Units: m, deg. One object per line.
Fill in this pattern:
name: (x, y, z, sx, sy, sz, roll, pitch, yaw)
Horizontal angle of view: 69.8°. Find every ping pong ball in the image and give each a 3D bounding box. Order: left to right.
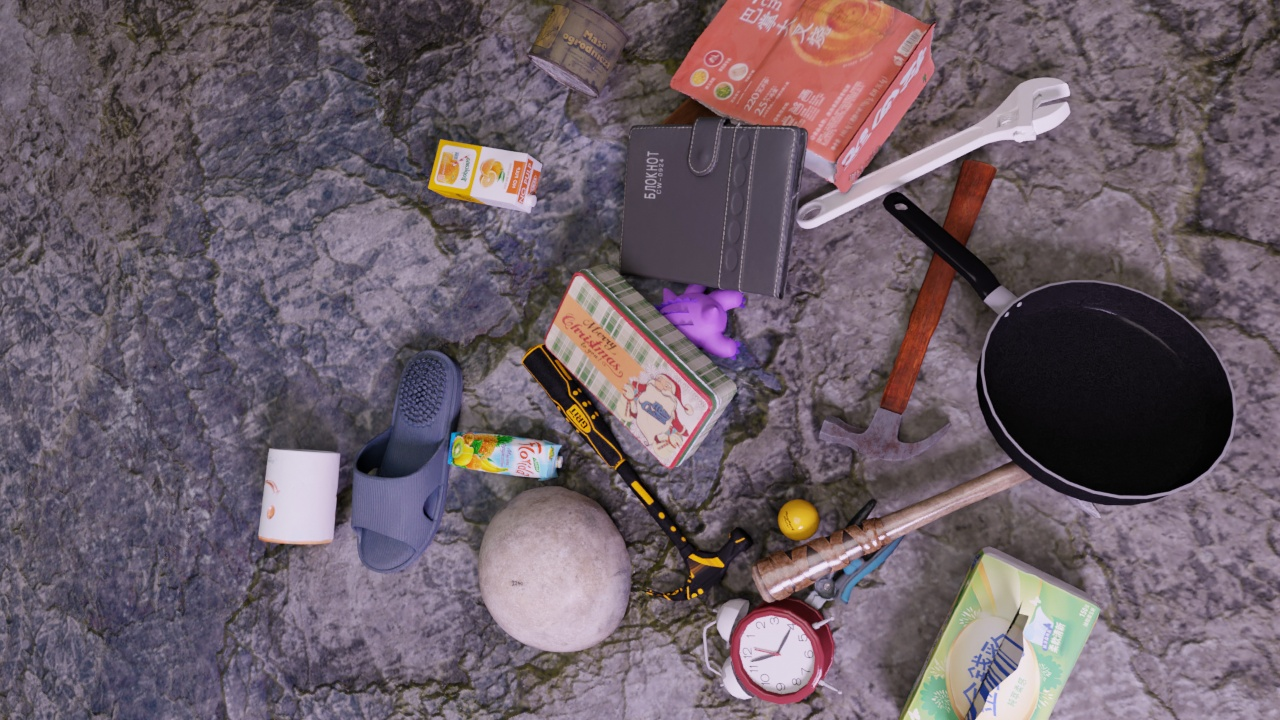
ping pong ball: (0.155, 0.156, 0.897, 0.040, 0.040, 0.040, -2, 84, 19)

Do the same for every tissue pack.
tissue pack: (0.299, 0.269, 0.780, 0.120, 0.141, 0.197, 19, 91, 20)

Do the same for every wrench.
wrench: (0.277, -0.195, 0.889, 0.274, 0.018, 0.066, -24, 42, 19)

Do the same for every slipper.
slipper: (-0.270, 0.115, 1.033, 0.101, 0.082, 0.263, 15, 89, 18)

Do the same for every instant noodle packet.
instant noodle packet: (0.155, -0.295, 0.914, 0.221, 0.084, 0.164, 35, 89, 22)

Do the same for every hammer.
hammer: (-0.025, 0.110, 0.972, 0.123, 0.036, 0.320, -43, 75, 13)
hammer: (0.253, 0.145, 0.846, 0.319, 0.049, 0.121, -26, 79, 10)
hammer: (0.276, -0.047, 0.881, 0.111, 0.028, 0.300, 20, 91, 21)

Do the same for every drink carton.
drink carton: (-0.175, -0.211, 1.052, 0.123, 0.040, 0.058, 14, 89, 20)
drink carton: (-0.149, 0.104, 1.012, 0.129, 0.038, 0.044, 5, 86, 20)

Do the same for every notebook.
notebook: (0.065, -0.157, 0.920, 0.209, 0.029, 0.169, 12, 101, 38)

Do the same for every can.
can: (-0.067, -0.342, 1.000, 0.090, 0.089, 0.074, 31, 95, 20)

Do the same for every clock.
clock: (0.125, 0.279, 0.886, 0.138, 0.048, 0.096, -7, 86, 24)

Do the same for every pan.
pan: (0.344, -0.026, 0.813, 0.203, 0.044, 0.355, -35, 66, -15)

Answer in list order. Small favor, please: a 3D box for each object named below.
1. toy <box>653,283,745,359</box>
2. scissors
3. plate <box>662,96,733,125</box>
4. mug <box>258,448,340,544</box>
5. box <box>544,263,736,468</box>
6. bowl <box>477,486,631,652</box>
toy: (0.054, -0.043, 0.944, 0.088, 0.056, 0.106, -1, 73, 31)
scissors: (0.202, 0.201, 0.888, 0.144, 0.019, 0.126, -10, 82, 20)
plate: (0.081, -0.222, 0.969, 0.131, 0.025, 0.131, -2, 84, 19)
mug: (-0.397, 0.158, 1.073, 0.082, 0.082, 0.105, 3, 84, 20)
box: (-0.006, 0.005, 0.941, 0.205, 0.050, 0.118, 46, 130, 18)
bowl: (-0.104, 0.224, 0.951, 0.179, 0.081, 0.178, 1, 92, 22)
